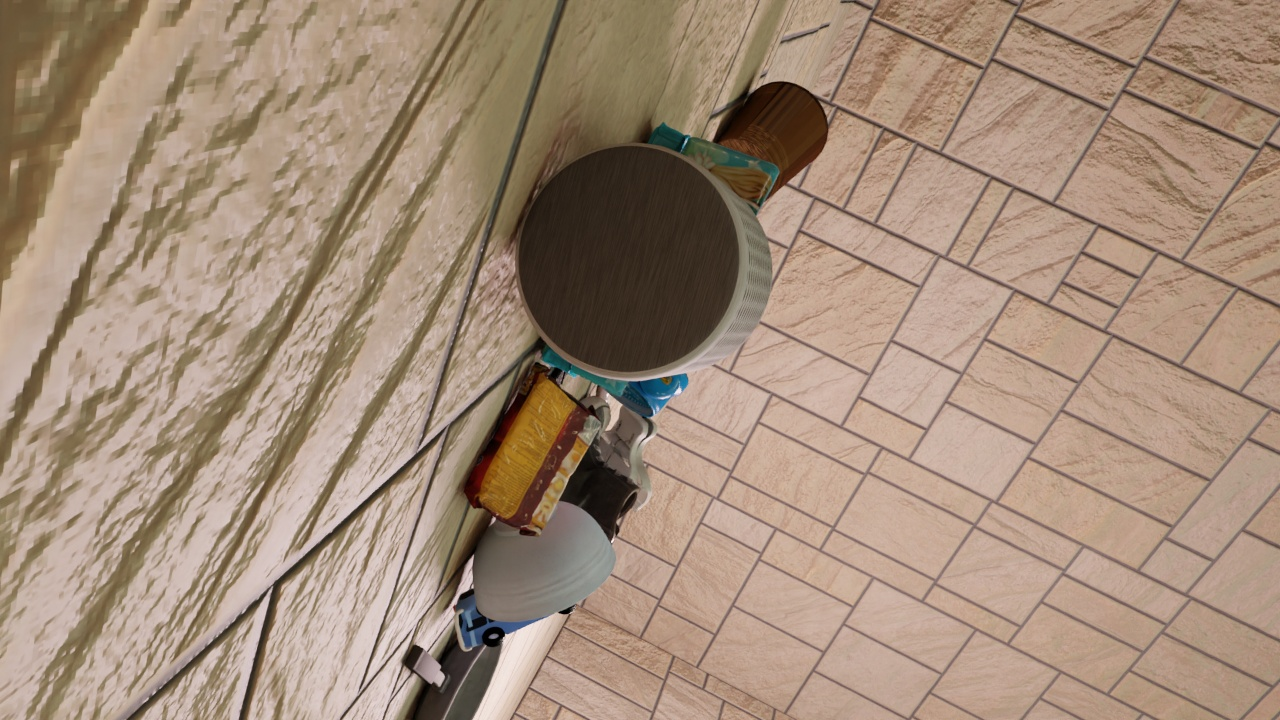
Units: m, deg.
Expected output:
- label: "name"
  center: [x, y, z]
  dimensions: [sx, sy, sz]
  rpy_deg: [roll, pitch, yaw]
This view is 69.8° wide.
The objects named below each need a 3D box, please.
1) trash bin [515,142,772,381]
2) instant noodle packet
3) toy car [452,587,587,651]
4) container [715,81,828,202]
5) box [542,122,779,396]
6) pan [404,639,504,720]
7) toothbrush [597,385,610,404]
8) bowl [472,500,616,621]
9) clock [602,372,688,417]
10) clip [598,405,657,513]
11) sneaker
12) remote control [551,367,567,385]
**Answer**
- label: "trash bin"
  center: [0.008, -0.063, 0.628]
  dimensions: [0.156, 0.156, 0.183]
  rpy_deg: [-65, 172, 8]
- label: "instant noodle packet"
  center: [-0.090, 0.078, 0.787]
  dimensions: [0.135, 0.040, 0.098]
  rpy_deg: [-62, 143, -16]
- label: "toy car"
  center: [-0.128, 0.253, 0.978]
  dimensions: [0.153, 0.055, 0.056]
  rpy_deg: [-19, 120, -25]
- label: "container"
  center: [0.169, -0.292, 1.267]
  dimensions: [0.166, 0.132, 0.132]
  rpy_deg: [-50, 167, -44]
- label: "box"
  center: [-0.002, -0.085, 0.776]
  dimensions: [0.172, 0.084, 0.227]
  rpy_deg: [22, -96, 58]
- label: "pan"
  center: [-0.221, 0.358, 1.019]
  dimensions: [0.358, 0.041, 0.178]
  rpy_deg: [93, 22, -63]
- label: "toothbrush"
  center: [-0.052, 0.057, 1.298]
  dimensions: [0.024, 0.022, 0.186]
  rpy_deg: [-43, 164, -25]
- label: "bowl"
  center: [-0.106, 0.188, 0.925]
  dimensions: [0.150, 0.151, 0.075]
  rpy_deg: [-53, 129, -63]
- label: "clock"
  center: [-0.006, 0.006, 1.036]
  dimensions: [0.060, 0.117, 0.162]
  rpy_deg: [-50, 170, -15]
- label: "clip"
  center: [-0.026, 0.134, 1.233]
  dimensions: [0.152, 0.126, 0.104]
  rpy_deg: [-47, 138, 1]
- label: "sneaker"
  center: [-0.054, 0.130, 1.119]
  dimensions: [0.234, 0.120, 0.095]
  rpy_deg: [-60, 174, -66]
- label: "remote control"
  center: [-0.060, -0.017, 0.937]
  dimensions: [0.139, 0.009, 0.030]
  rpy_deg: [-59, 173, -44]
